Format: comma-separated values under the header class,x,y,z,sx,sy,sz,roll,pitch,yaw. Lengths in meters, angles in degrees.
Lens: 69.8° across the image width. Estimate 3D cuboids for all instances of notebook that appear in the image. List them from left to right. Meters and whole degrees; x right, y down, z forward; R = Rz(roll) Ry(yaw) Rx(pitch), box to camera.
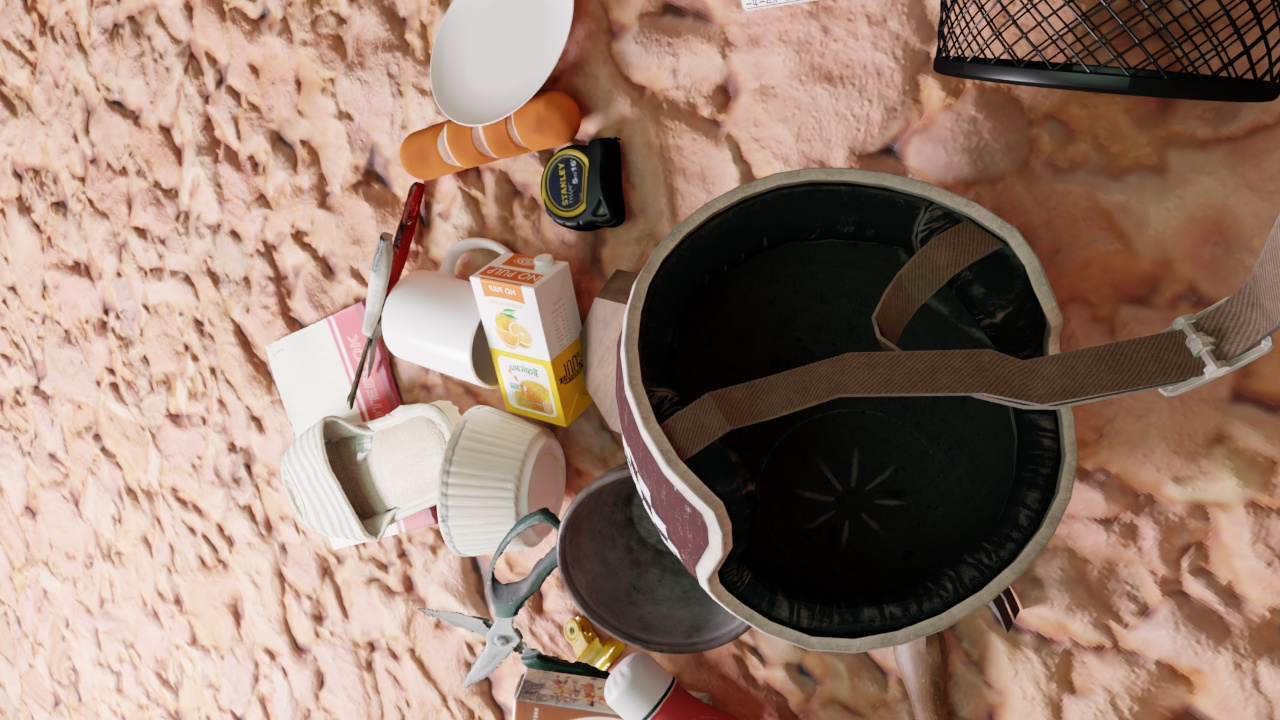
class,x,y,z,sx,sy,sz,roll,pitch,yaw
notebook,-0.269,0.064,0.848,0.153,0.012,0.208,-19,90,34

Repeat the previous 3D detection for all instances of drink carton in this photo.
class,x,y,z,sx,sy,sz,roll,pitch,yaw
drink carton,-0.076,-0.018,0.664,0.059,0.040,0.123,13,128,32

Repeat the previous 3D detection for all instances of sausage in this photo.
class,x,y,z,sx,sy,sz,roll,pitch,yaw
sausage,-0.112,-0.166,0.679,0.165,0.044,0.039,-5,123,33

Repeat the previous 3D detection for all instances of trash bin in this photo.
class,x,y,z,sx,sy,sz,roll,pitch,yaw
trash bin,0.216,-0.224,0.385,0.184,0.183,0.210,16,114,29

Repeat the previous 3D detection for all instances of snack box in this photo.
class,x,y,z,sx,sy,sz,roll,pitch,yaw
snack box,-0.026,0.314,0.694,0.147,0.041,0.143,7,107,4

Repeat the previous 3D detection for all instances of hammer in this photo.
class,x,y,z,sx,sy,sz,roll,pitch,yaw
hammer,0.192,0.258,0.584,0.116,0.033,0.323,-7,97,35

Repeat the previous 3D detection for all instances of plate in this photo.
class,x,y,z,sx,sy,sz,roll,pitch,yaw
plate,-0.099,-0.229,0.657,0.135,0.011,0.134,-10,73,32
plate,-0.003,0.004,0.627,0.131,0.025,0.131,28,126,47

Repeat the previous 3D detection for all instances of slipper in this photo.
class,x,y,z,sx,sy,sz,roll,pitch,yaw
slipper,-0.237,0.097,0.787,0.273,0.053,0.114,-16,96,39

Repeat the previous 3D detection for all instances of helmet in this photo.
class,x,y,z,sx,sy,sz,roll,pitch,yaw
helmet,0.106,0.020,0.460,0.233,0.254,0.233,-33,54,-6

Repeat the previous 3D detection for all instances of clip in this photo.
class,x,y,z,sx,sy,sz,roll,pitch,yaw
clip,-0.044,0.229,0.730,0.048,0.046,0.054,32,120,-4

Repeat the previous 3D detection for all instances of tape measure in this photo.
class,x,y,z,sx,sy,sz,roll,pitch,yaw
tape measure,-0.039,-0.122,0.648,0.061,0.034,0.061,-2,91,29

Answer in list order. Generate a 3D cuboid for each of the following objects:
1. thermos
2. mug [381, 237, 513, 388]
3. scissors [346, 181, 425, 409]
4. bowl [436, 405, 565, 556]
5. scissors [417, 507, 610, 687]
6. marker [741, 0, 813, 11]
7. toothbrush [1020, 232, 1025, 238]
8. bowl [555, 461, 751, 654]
class,x,y,z,sx,sy,sz,roll,pitch,yaw
thermos,0.072,0.289,0.615,0.240,0.073,0.073,41,119,5
mug,-0.135,-0.042,0.712,0.091,0.073,0.110,16,83,29
scissors,-0.206,-0.055,0.732,0.015,0.179,0.198,18,81,-10
bowl,-0.099,0.094,0.693,0.062,0.115,0.115,4,103,16
scissors,-0.061,0.205,0.687,0.205,0.015,0.202,29,121,-9
marker,0.127,-0.221,0.531,0.146,0.017,0.017,4,102,32
toothbrush,0.143,-0.069,0.555,0.167,0.014,0.016,4,102,33
bowl,0.020,0.121,0.627,0.145,0.067,0.145,4,113,10
